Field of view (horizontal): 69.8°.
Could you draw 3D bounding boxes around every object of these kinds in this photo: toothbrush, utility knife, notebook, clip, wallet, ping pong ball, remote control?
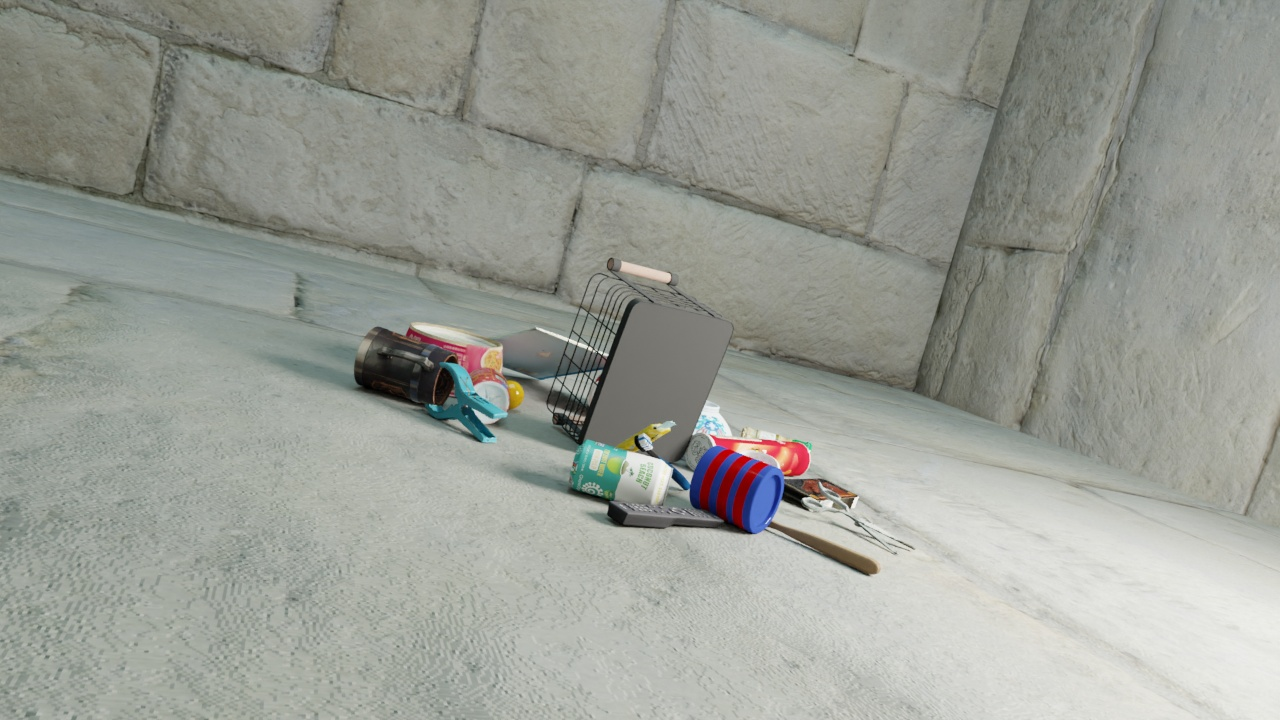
[{"bbox_3d":[0.027,0.116,1.020,0.014,0.014,0.168,-19,-30,14],"label":"toothbrush"},{"bbox_3d":[-0.012,0.094,1.007,0.030,0.017,0.165,1,-27,-36],"label":"utility knife"},{"bbox_3d":[0.181,0.192,0.985,0.167,0.016,0.016,19,8,37],"label":"toothbrush"},{"bbox_3d":[-0.162,-0.008,1.454,0.181,0.009,0.254,22,-19,-36],"label":"notebook"},{"bbox_3d":[-0.221,0.067,1.105,0.031,0.121,0.130,10,39,-53],"label":"clip"},{"bbox_3d":[0.231,0.177,1.215,0.072,0.019,0.122,26,12,39],"label":"wallet"},{"bbox_3d":[-0.183,0.048,1.281,0.040,0.040,0.040,15,7,-2],"label":"ping pong ball"},{"bbox_3d":[0.027,0.158,0.926,0.136,0.015,0.032,13,6,-40],"label":"remote control"}]

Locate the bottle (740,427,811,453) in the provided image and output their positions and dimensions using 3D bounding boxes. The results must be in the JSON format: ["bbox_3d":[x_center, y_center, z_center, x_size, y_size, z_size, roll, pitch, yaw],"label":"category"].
[{"bbox_3d":[0.209,0.135,1.432,0.111,0.043,0.043,15,7,5],"label":"bottle"}]

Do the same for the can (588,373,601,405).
[{"bbox_3d":[-0.042,0.053,1.431,0.070,0.070,0.132,15,6,0],"label":"can"}]

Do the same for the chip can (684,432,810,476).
[{"bbox_3d":[0.154,0.133,1.276,0.214,0.052,0.052,9,9,-43],"label":"chip can"}]

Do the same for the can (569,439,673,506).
[{"bbox_3d":[-0.021,0.121,0.961,0.101,0.055,0.055,15,7,3],"label":"can"}]

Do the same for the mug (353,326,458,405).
[{"bbox_3d":[-0.300,0.004,1.161,0.107,0.080,0.116,17,-15,8],"label":"mug"}]

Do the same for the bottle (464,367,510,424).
[{"bbox_3d":[-0.205,0.040,1.209,0.062,0.062,0.137,13,7,-12],"label":"bottle"}]

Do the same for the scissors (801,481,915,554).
[{"bbox_3d":[0.261,0.189,1.124,0.141,0.014,0.161,21,13,-2],"label":"scissors"}]

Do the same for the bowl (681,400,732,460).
[{"bbox_3d":[0.073,0.094,1.323,0.144,0.074,0.144,15,6,-2],"label":"bowl"}]

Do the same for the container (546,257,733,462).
[{"bbox_3d":[-0.007,0.007,1.199,0.162,0.242,0.130,10,18,-34],"label":"container"}]

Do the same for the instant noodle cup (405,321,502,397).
[{"bbox_3d":[-0.277,-0.003,1.343,0.178,0.078,0.178,14,6,-2],"label":"instant noodle cup"}]

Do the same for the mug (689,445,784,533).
[{"bbox_3d":[0.116,0.133,1.010,0.076,0.075,0.111,19,32,32],"label":"mug"}]
